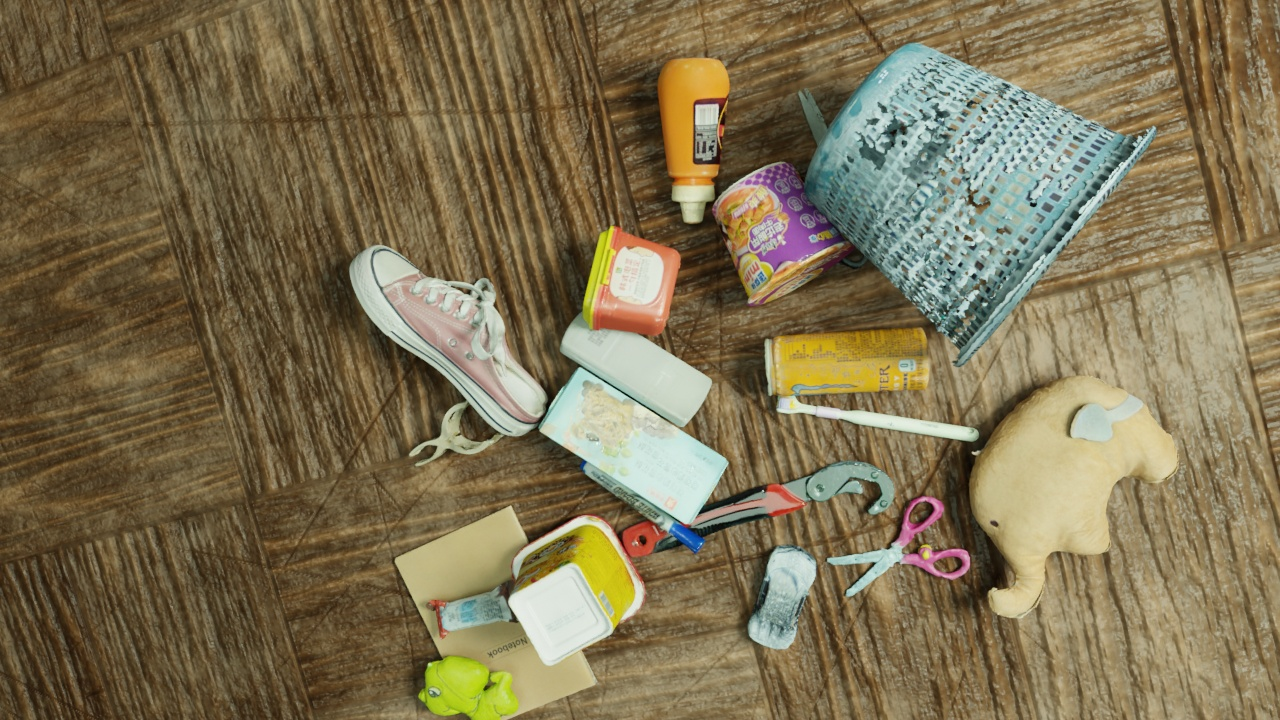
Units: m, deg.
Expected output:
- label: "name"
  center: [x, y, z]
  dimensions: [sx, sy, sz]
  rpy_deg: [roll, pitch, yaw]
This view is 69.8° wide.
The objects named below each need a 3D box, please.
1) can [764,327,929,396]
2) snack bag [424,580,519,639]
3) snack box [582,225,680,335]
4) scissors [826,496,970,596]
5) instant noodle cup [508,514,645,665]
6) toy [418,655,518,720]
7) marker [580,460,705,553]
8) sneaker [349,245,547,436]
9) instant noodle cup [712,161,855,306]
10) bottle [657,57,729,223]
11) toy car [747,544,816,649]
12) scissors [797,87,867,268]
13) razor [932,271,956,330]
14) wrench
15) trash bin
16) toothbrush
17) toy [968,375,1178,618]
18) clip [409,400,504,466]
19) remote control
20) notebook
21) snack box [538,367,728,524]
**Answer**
- label: "can"
  center: [0.191, 0.002, 0.854]
  dimensions: [0.146, 0.058, 0.058]
  rpy_deg: [-4, 95, 11]
- label: "snack bag"
  center: [-0.172, 0.260, 0.954]
  dimensions: [0.105, 0.026, 0.045]
  rpy_deg: [-15, 84, 10]
- label: "snack box"
  center: [-0.008, -0.071, 0.867]
  dimensions: [0.080, 0.082, 0.091]
  rpy_deg: [13, 78, 0]
- label: "scissors"
  center: [0.245, 0.179, 0.886]
  dimensions: [0.136, 0.017, 0.108]
  rpy_deg: [-8, 96, 15]
- label: "instant noodle cup"
  center: [-0.067, 0.226, 0.887]
  dimensions: [0.116, 0.123, 0.116]
  rpy_deg: [-30, 91, 6]
- label: "toy"
  center: [-0.180, 0.346, 0.963]
  dimensions: [0.097, 0.031, 0.100]
  rpy_deg: [-43, 92, 12]
- label: "marker"
  center: [0.000, 0.143, 0.913]
  dimensions: [0.146, 0.017, 0.017]
  rpy_deg: [34, 101, 15]
- label: "sneaker"
  center: [-0.173, -0.034, 0.893]
  dimensions: [0.241, 0.118, 0.088]
  rpy_deg: [45, 119, -3]
- label: "instant noodle cup"
  center: [0.124, -0.118, 0.833]
  dimensions: [0.112, 0.111, 0.099]
  rpy_deg: [-28, 82, 12]
- label: "bottle"
  center: [0.049, -0.203, 0.858]
  dimensions: [0.067, 0.066, 0.149]
  rpy_deg: [2, 103, 10]
- label: "toy car"
  center: [0.139, 0.233, 0.902]
  dimensions: [0.049, 0.031, 0.105]
  rpy_deg: [17, 98, 7]
- label: "scissors"
  center: [0.196, -0.176, 0.859]
  dimensions: [0.133, 0.014, 0.175]
  rpy_deg: [10, 95, 10]
- label: "razor"
  center: [0.272, -0.091, 0.843]
  dimensions: [0.043, 0.028, 0.132]
  rpy_deg: [-12, 88, -1]
- label: "wrench"
  center: [0.112, 0.148, 0.906]
  dimensions: [0.274, 0.016, 0.056]
  rpy_deg: [-15, 89, 11]
- label: "trash bin"
  center: [0.251, -0.141, 0.740]
  dimensions: [0.195, 0.226, 0.227]
  rpy_deg: [40, 101, 15]
- label: "toothbrush"
  center: [0.225, 0.055, 0.874]
  dimensions: [0.189, 0.029, 0.020]
  rpy_deg: [10, 140, 8]
- label: "toy"
  center: [0.364, 0.119, 0.825]
  dimensions: [0.143, 0.082, 0.226]
  rpy_deg: [37, 104, 17]
- label: "clip"
  center: [-0.194, 0.067, 0.944]
  dimensions: [0.102, 0.035, 0.095]
  rpy_deg: [-3, 100, 18]
- label: "remote control"
  center: [-0.005, 0.005, 0.896]
  dimensions: [0.150, 0.021, 0.058]
  rpy_deg: [32, 61, 6]
- label: "notebook"
  center: [-0.155, 0.275, 0.971]
  dimensions: [0.148, 0.008, 0.207]
  rpy_deg: [-25, 91, 12]
- label: "snack box"
  center: [-0.007, 0.083, 0.895]
  dimensions: [0.175, 0.051, 0.074]
  rpy_deg: [32, 86, 6]
